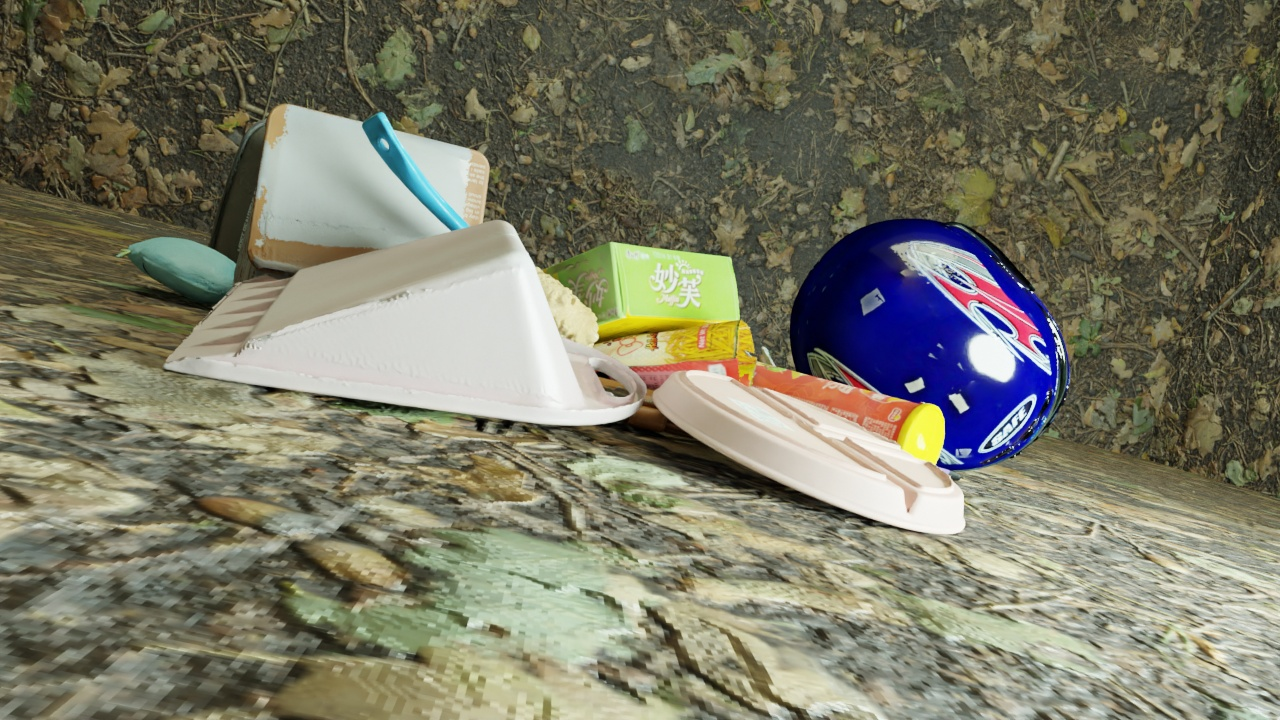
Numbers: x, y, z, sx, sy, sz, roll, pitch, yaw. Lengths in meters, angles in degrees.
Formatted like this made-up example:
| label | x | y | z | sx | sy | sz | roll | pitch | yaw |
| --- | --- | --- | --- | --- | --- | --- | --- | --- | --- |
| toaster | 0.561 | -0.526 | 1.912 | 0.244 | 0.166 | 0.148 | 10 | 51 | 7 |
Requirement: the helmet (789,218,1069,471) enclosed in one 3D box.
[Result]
| label | x | y | z | sx | sy | sz | roll | pitch | yaw |
| --- | --- | --- | --- | --- | --- | --- | --- | --- | --- |
| helmet | 0.306 | 0.000 | 0.944 | 0.315 | 0.248 | 0.240 | 37 | 17 | -2 |

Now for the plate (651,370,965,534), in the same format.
| label | x | y | z | sx | sy | sz | roll | pitch | yaw |
| --- | --- | --- | --- | --- | --- | --- | --- | --- | --- |
| plate | 0.118 | 0.056 | 0.641 | 0.229 | 0.028 | 0.229 | 20 | 9 | -4 |

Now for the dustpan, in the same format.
| label | x | y | z | sx | sy | sz | roll | pitch | yaw |
| --- | --- | --- | --- | --- | --- | --- | --- | --- | --- |
| dustpan | -0.142 | -0.001 | 0.618 | 0.273 | 0.139 | 0.222 | -16 | 20 | -4 |

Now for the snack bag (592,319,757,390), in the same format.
| label | x | y | z | sx | sy | sz | roll | pitch | yaw |
| --- | --- | --- | --- | --- | --- | --- | --- | --- | --- |
| snack bag | -0.005 | 0.005 | 0.826 | 0.208 | 0.073 | 0.128 | -2 | -1 | 19 |

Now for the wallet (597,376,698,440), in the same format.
| label | x | y | z | sx | sy | sz | roll | pitch | yaw |
| --- | --- | --- | --- | --- | --- | --- | --- | --- | --- |
| wallet | -0.001 | 0.036 | 0.731 | 0.131 | 0.031 | 0.108 | 13 | 2 | -10 |

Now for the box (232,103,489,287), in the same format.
| label | x | y | z | sx | sy | sz | roll | pitch | yaw |
| --- | --- | --- | --- | --- | --- | --- | --- | --- | --- |
| box | -0.235 | -0.114 | 0.769 | 0.182 | 0.187 | 0.155 | 12 | 19 | -28 |

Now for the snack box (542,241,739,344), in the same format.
| label | x | y | z | sx | sy | sz | roll | pitch | yaw |
| --- | --- | --- | --- | --- | --- | --- | --- | --- | --- |
| snack box | -0.033 | -0.049 | 0.888 | 0.157 | 0.070 | 0.211 | 1 | -11 | -43 |

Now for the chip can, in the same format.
| label | x | y | z | sx | sy | sz | roll | pitch | yaw |
| --- | --- | --- | --- | --- | --- | --- | --- | --- | --- |
| chip can | 0.155 | 0.049 | 0.820 | 0.217 | 0.073 | 0.073 | 15 | 4 | 40 |

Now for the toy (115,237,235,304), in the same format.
| label | x | y | z | sx | sy | sz | roll | pitch | yaw |
| --- | --- | --- | --- | --- | --- | --- | --- | --- | --- |
| toy | -0.391 | -0.074 | 0.842 | 0.161 | 0.050 | 0.156 | 25 | 2 | 37 |

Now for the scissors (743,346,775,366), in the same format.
| label | x | y | z | sx | sy | sz | roll | pitch | yaw |
| --- | --- | --- | --- | --- | --- | --- | --- | --- | --- |
| scissors | 0.145 | 0.036 | 0.931 | 0.165 | 0.012 | 0.157 | 37 | -16 | -3 |

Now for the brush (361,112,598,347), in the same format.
| label | x | y | z | sx | sy | sz | roll | pitch | yaw |
| --- | --- | --- | --- | --- | --- | --- | --- | --- | --- |
| brush | -0.125 | -0.087 | 0.724 | 0.083 | 0.045 | 0.254 | -14 | -53 | 43 |

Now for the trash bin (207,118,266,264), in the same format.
| label | x | y | z | sx | sy | sz | roll | pitch | yaw |
| --- | --- | --- | --- | --- | --- | --- | --- | --- | --- |
| trash bin | -0.311 | -0.130 | 0.983 | 0.220 | 0.199 | 0.198 | 25 | 8 | 40 |

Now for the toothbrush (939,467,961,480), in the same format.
| label | x | y | z | sx | sy | sz | roll | pitch | yaw |
| --- | --- | --- | --- | --- | --- | --- | --- | --- | --- |
| toothbrush | 0.216 | 0.090 | 0.886 | 0.189 | 0.014 | 0.016 | 14 | 11 | 5 |
